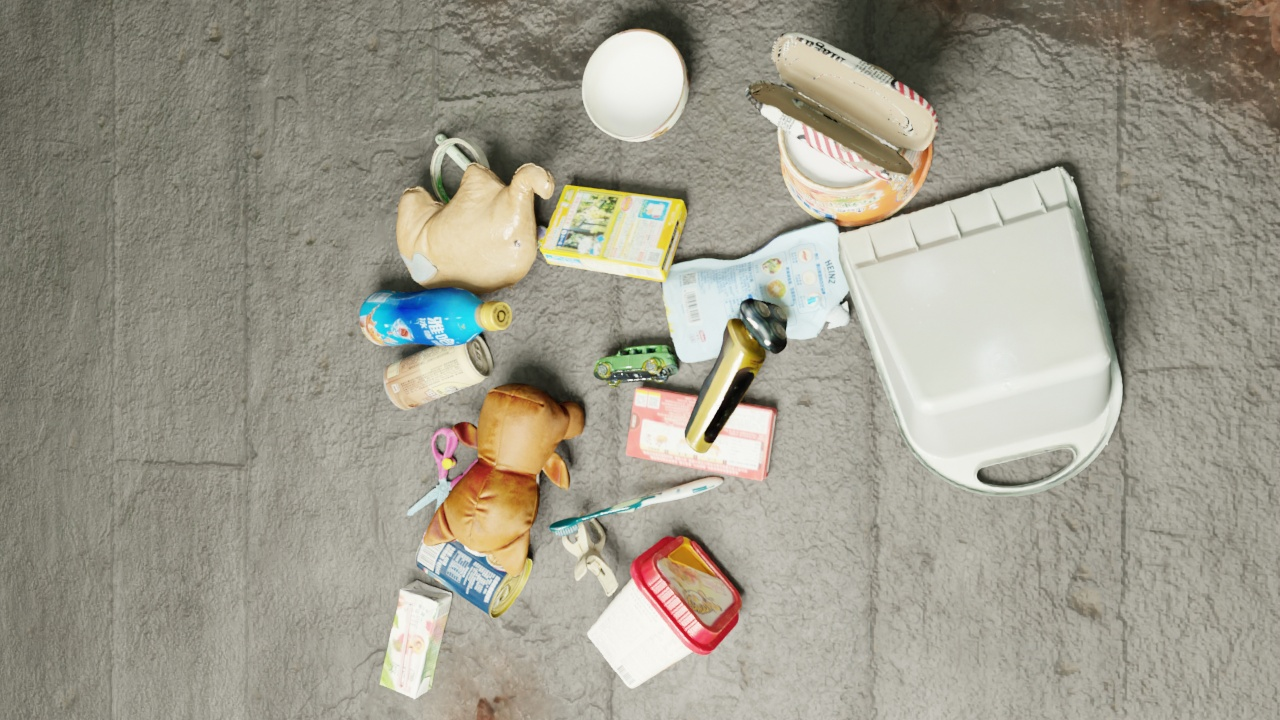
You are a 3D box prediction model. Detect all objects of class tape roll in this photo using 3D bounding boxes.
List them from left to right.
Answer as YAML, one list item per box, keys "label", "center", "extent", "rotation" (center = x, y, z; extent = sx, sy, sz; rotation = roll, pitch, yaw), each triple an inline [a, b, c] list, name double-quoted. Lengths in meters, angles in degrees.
- label: "tape roll"
  center: [-0.207, -0.211, 1.051]
  extent: [0.086, 0.013, 0.086]
  rotation: [11, 110, 33]

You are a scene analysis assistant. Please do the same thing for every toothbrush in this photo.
- label: "toothbrush"
  center: [-0.174, -0.198, 1.053]
  extent: [0.029, 0.020, 0.189]
  rotation: [-45, 75, 4]
- label: "toothbrush"
  center: [-0.004, 0.155, 0.973]
  extent: [0.191, 0.016, 0.018]
  rotation: [-16, 122, -1]

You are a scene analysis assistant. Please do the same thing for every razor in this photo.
- label: "razor"
  center: [0.092, 0.019, 0.916]
  extent: [0.067, 0.062, 0.168]
  rotation: [42, 112, 43]

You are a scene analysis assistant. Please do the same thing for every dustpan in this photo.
- label: "dustpan"
  center: [0.333, -0.012, 0.877]
  extent: [0.223, 0.142, 0.257]
  rotation: [-16, 59, 14]

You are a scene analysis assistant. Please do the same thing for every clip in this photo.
- label: "clip"
  center: [-0.057, 0.206, 0.980]
  extent: [0.035, 0.071, 0.100]
  rotation: [-46, 32, 14]

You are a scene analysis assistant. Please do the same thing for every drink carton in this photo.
- label: "drink carton"
  center: [-0.263, 0.327, 1.072]
  extent: [0.053, 0.045, 0.122]
  rotation: [16, 96, 17]

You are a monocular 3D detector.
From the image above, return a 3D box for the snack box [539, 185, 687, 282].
- label: "snack box"
  center: [-0.028, -0.137, 0.980]
  extent: [0.140, 0.034, 0.086]
  rotation: [11, 68, 17]

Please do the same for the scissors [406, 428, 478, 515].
- label: "scissors"
  center: [-0.221, 0.148, 1.074]
  extent: [0.113, 0.017, 0.134]
  rotation: [15, 99, 13]

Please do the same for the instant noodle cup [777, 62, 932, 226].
- label: "instant noodle cup"
  center: [0.200, -0.211, 0.878]
  extent: [0.151, 0.111, 0.151]
  rotation: [0, 90, 19]

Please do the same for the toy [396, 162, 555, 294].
- label: "toy"
  center: [-0.168, -0.142, 1.002]
  extent: [0.226, 0.082, 0.143]
  rotation: [-13, 112, 29]

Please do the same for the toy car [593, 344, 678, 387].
- label: "toy car"
  center: [-0.006, 0.006, 0.984]
  extent: [0.091, 0.043, 0.036]
  rotation: [-8, 72, 10]

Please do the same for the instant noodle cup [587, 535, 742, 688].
- label: "instant noodle cup"
  center: [0.020, 0.263, 0.947]
  extent: [0.116, 0.116, 0.124]
  rotation: [49, 115, 12]

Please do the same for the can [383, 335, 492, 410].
- label: "can"
  center: [-0.233, 0.013, 1.053]
  extent: [0.116, 0.058, 0.058]
  rotation: [-20, 84, 18]

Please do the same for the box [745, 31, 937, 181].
- label: "box"
  center: [0.176, -0.224, 0.788]
  extent: [0.163, 0.076, 0.088]
  rotation: [34, 123, 18]

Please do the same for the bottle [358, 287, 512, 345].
- label: "bottle"
  center: [-0.224, -0.048, 1.011]
  extent: [0.219, 0.065, 0.065]
  rotation: [1, 90, 40]

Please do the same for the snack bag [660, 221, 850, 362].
- label: "snack bag"
  center: [0.120, -0.067, 0.945]
  extent: [0.191, 0.038, 0.110]
  rotation: [-13, 81, 16]

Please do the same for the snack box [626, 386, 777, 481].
- label: "snack box"
  center: [0.063, 0.076, 0.970]
  extent: [0.153, 0.025, 0.075]
  rotation: [9, 94, 19]

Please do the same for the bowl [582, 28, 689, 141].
- label: "bowl"
  center: [0.002, -0.284, 0.971]
  extent: [0.114, 0.062, 0.113]
  rotation: [0, 89, 20]

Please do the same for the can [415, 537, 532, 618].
- label: "can"
  center: [-0.188, 0.227, 1.030]
  extent: [0.111, 0.075, 0.075]
  rotation: [28, 99, 17]

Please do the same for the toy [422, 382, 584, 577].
- label: "toy"
  center: [-0.146, 0.125, 0.997]
  extent: [0.140, 0.130, 0.199]
  rotation: [12, 73, 20]
